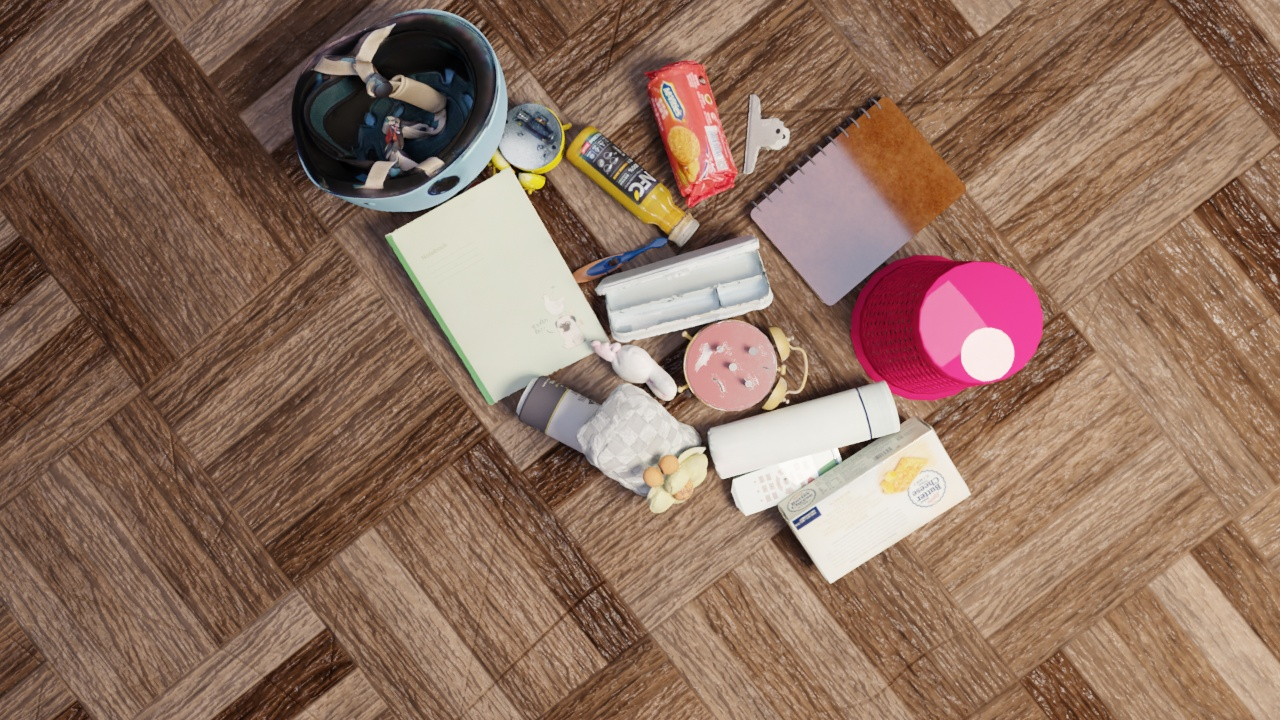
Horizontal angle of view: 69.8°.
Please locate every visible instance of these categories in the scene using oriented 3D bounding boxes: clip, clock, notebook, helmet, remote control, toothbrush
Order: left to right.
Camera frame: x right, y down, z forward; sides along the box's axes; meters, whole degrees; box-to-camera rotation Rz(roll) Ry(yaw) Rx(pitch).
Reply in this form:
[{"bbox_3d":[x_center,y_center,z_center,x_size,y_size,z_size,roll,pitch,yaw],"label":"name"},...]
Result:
[{"bbox_3d":[-0.272,-0.293,1.107,0.266,0.166,0.225,-22,81,14],"label":"helmet"},{"bbox_3d":[-0.177,-0.088,1.151,0.182,0.010,0.252,-27,105,9],"label":"notebook"},{"bbox_3d":[-0.143,-0.267,1.159,0.083,0.057,0.119,35,92,2],"label":"clock"},{"bbox_3d":[-0.027,-0.129,1.177,0.135,0.017,0.021,-22,86,6],"label":"toothbrush"},{"bbox_3d":[0.128,0.008,1.135,0.159,0.081,0.117,5,91,3],"label":"clock"},{"bbox_3d":[0.159,-0.286,1.156,0.054,0.038,0.101,5,92,16],"label":"clip"},{"bbox_3d":[0.185,0.149,1.162,0.143,0.024,0.049,-20,94,-1],"label":"remote control"},{"bbox_3d":[0.268,-0.202,1.153,0.225,0.024,0.167,-41,90,3],"label":"notebook"}]

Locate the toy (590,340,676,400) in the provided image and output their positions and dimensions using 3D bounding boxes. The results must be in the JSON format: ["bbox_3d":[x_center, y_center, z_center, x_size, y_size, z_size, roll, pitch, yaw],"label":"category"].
[{"bbox_3d":[-0.007,0.007,1.149,0.125,0.076,0.037,34,74,3],"label":"toy"}]

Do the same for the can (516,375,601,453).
[{"bbox_3d":[-0.089,0.072,1.157,0.127,0.064,0.064,27,92,3],"label":"can"}]

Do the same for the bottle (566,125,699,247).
[{"bbox_3d":[-0.008,-0.216,1.154,0.186,0.053,0.053,41,93,2],"label":"bottle"}]

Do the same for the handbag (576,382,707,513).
[{"bbox_3d":[0.009,0.111,1.098,0.112,0.171,0.123,-45,50,3],"label":"handbag"}]

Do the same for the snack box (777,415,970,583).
[{"bbox_3d":[0.286,0.171,1.130,0.208,0.057,0.104,-34,104,3],"label":"snack box"}]

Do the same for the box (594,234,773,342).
[{"bbox_3d":[0.046,-0.111,1.118,0.216,0.110,0.107,-15,54,2],"label":"box"}]

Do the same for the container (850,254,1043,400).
[{"bbox_3d":[0.354,-0.040,1.049,0.183,0.225,0.183,0,91,3],"label":"container"}]

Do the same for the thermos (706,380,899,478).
[{"bbox_3d":[0.199,0.086,1.133,0.230,0.068,0.068,-17,90,8],"label":"thermos"}]

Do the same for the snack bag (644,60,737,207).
[{"bbox_3d":[0.066,-0.285,1.140,0.082,0.082,0.176,-18,91,3],"label":"snack bag"}]

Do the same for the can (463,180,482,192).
[{"bbox_3d":[-0.181,-0.184,1.164,0.096,0.054,0.054,35,92,2],"label":"can"}]
